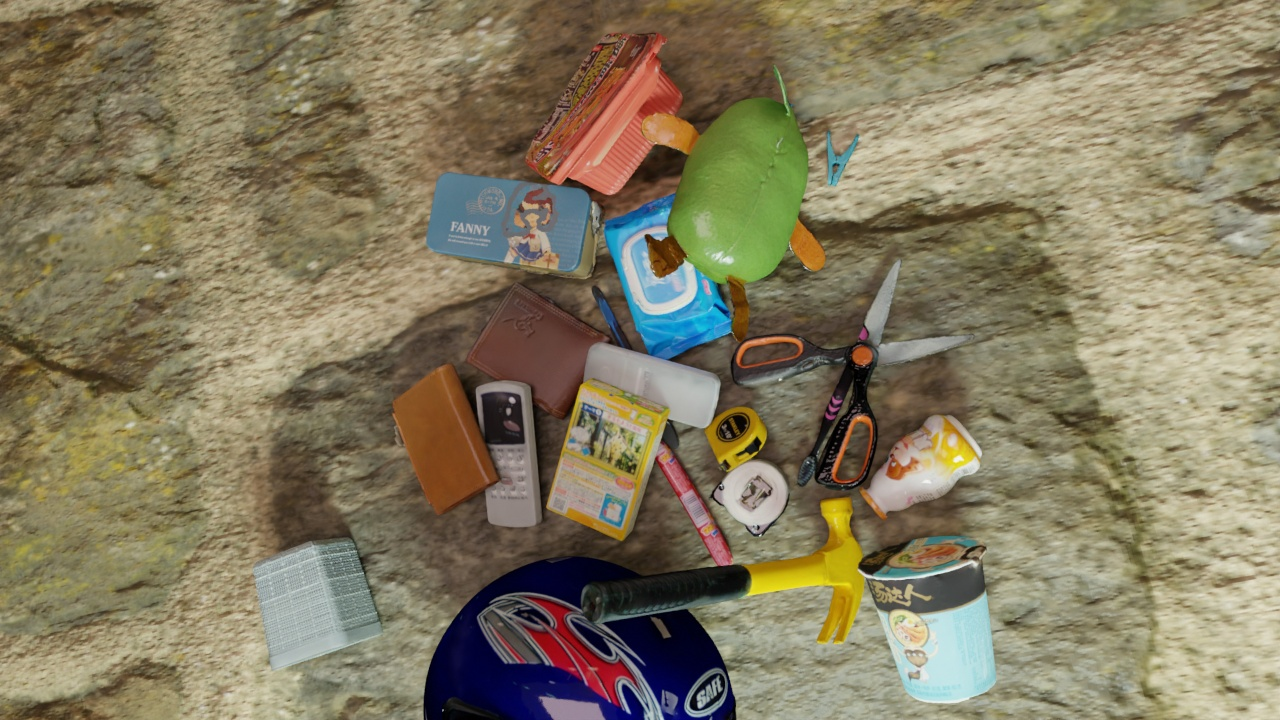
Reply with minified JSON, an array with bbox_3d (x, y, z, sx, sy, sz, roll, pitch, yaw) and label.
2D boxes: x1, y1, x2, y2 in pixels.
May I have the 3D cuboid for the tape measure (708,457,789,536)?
[{"bbox_3d":[0.110,0.126,0.880,0.066,0.033,0.066,39,96,11],"label":"tape measure"}]

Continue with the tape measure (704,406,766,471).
[{"bbox_3d":[0.093,0.074,0.880,0.057,0.029,0.060,-33,36,8],"label":"tape measure"}]

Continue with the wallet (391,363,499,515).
[{"bbox_3d":[-0.204,0.084,0.945,0.108,0.031,0.131,-33,76,34],"label":"wallet"}]

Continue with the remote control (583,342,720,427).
[{"bbox_3d":[0.010,0.023,0.896,0.136,0.020,0.056,15,110,16],"label":"remote control"}]

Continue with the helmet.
[{"bbox_3d":[-0.034,0.310,0.786,0.315,0.246,0.241,35,112,22],"label":"helmet"}]

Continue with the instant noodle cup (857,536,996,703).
[{"bbox_3d":[0.259,0.228,0.803,0.111,0.111,0.120,-13,90,12],"label":"instant noodle cup"}]

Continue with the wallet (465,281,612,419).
[{"bbox_3d":[-0.104,-0.011,0.943,0.124,0.032,0.101,31,91,13],"label":"wallet"}]

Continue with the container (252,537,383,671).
[{"bbox_3d":[-0.337,0.249,0.953,0.090,0.090,0.111,-21,79,11],"label":"container"}]

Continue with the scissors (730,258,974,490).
[{"bbox_3d":[0.193,0.011,0.864,0.221,0.021,0.234,7,79,21],"label":"scissors"}]

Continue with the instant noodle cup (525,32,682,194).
[{"bbox_3d":[-0.032,-0.233,0.885,0.079,0.188,0.164,35,97,-23],"label":"instant noodle cup"}]

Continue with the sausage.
[{"bbox_3d":[0.051,0.139,0.900,0.020,0.020,0.156,-32,80,9],"label":"sausage"}]

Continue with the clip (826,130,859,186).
[{"bbox_3d":[0.192,-0.196,0.892,0.034,0.013,0.054,10,89,15],"label":"clip"}]

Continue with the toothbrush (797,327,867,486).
[{"bbox_3d":[0.189,0.034,0.876,0.014,0.017,0.189,24,91,20],"label":"toothbrush"}]

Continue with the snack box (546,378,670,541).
[{"bbox_3d":[-0.033,0.097,0.899,0.087,0.033,0.140,20,109,14],"label":"snack box"}]

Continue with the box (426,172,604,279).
[{"bbox_3d":[-0.133,-0.139,0.944,0.184,0.061,0.089,7,87,12],"label":"box"}]

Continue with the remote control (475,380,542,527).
[{"bbox_3d":[-0.134,0.095,0.929,0.058,0.021,0.150,-1,99,23],"label":"remote control"}]

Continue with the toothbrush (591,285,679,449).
[{"bbox_3d":[-0.006,0.005,0.929,0.014,0.016,0.189,-32,77,19],"label":"toothbrush"}]

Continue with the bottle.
[{"bbox_3d":[0.252,0.099,0.831,0.108,0.063,0.063,-39,78,8],"label":"bottle"}]

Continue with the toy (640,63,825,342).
[{"bbox_3d":[0.089,-0.148,0.850,0.227,0.090,0.246,36,66,-24],"label":"toy"}]

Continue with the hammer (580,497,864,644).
[{"bbox_3d":[0.084,0.187,0.775,0.033,0.300,0.128,-21,71,52],"label":"hammer"}]

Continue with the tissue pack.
[{"bbox_3d":[0.026,-0.083,0.904,0.095,0.052,0.157,-20,82,12],"label":"tissue pack"}]
